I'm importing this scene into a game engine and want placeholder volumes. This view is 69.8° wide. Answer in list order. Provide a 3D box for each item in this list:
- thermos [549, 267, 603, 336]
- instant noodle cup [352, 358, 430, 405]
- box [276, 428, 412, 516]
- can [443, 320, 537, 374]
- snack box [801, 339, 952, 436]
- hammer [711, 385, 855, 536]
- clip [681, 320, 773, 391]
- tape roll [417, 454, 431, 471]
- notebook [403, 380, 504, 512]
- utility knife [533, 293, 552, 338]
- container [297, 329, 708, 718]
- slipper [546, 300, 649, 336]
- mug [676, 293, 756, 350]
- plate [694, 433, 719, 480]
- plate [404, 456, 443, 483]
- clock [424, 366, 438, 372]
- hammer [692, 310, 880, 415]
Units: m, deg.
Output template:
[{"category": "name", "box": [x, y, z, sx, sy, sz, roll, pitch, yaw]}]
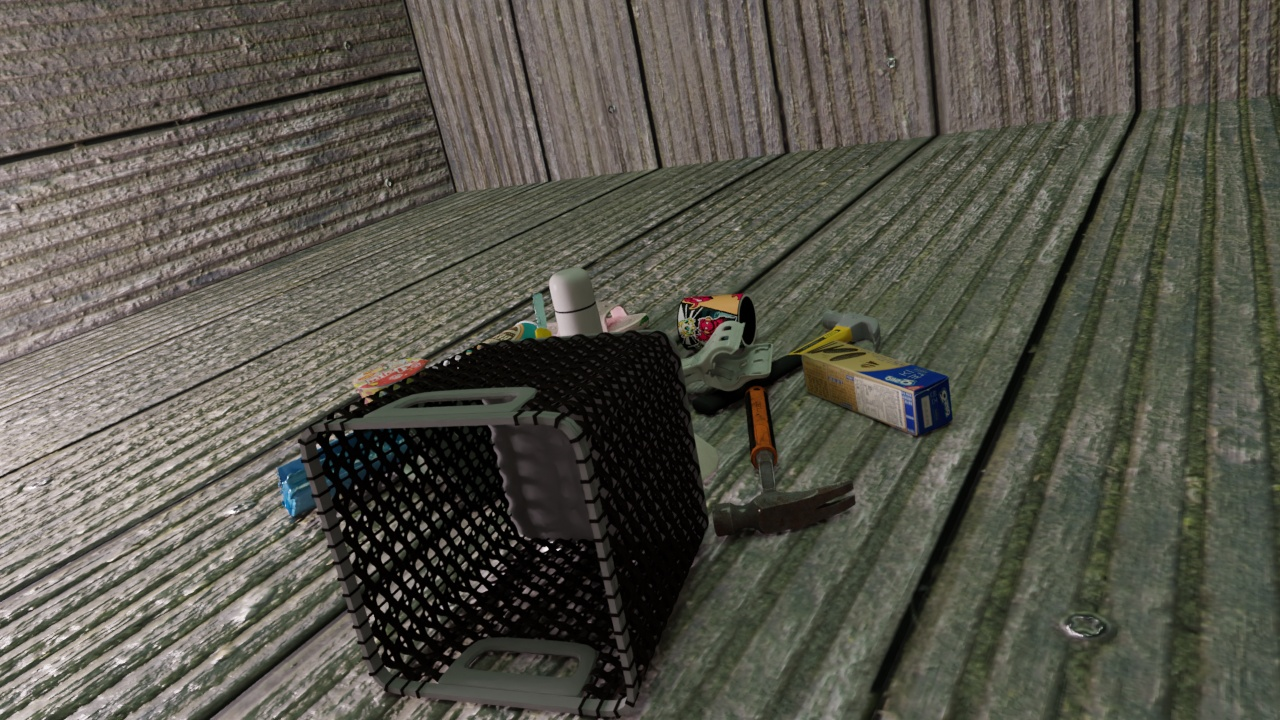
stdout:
[{"category": "thermos", "box": [-0.065, -0.004, 1.135, 0.052, 0.224, 0.052, -11, 20, 4]}, {"category": "instant noodle cup", "box": [-0.333, 0.067, 1.271, 0.100, 0.112, 0.100, -10, 20, 4]}, {"category": "box", "box": [-0.348, 0.116, 1.173, 0.231, 0.054, 0.093, -27, -11, -30]}, {"category": "can", "box": [-0.207, 0.012, 1.363, 0.099, 0.099, 0.143, 5, 26, 40]}, {"category": "snack box", "box": [0.278, 0.029, 1.092, 0.057, 0.056, 0.207, -20, 21, -22]}, {"category": "hammer", "box": [0.149, 0.096, 1.018, 0.138, 0.035, 0.313, -10, 19, 8]}, {"category": "clip", "box": [0.097, -0.011, 1.214, 0.152, 0.099, 0.126, -4, 16, 13]}, {"category": "tape roll", "box": [-0.233, 0.111, 1.149, 0.094, 0.018, 0.093, -11, 19, 4]}, {"category": "notebook", "box": [-0.182, 0.078, 1.131, 0.169, 0.030, 0.208, 43, 45, 11]}, {"category": "utility knife", "box": [-0.137, -0.016, 1.345, 0.030, 0.217, 0.019, 12, -38, -32]}, {"category": "container", "box": [-0.092, 0.118, 0.796, 0.248, 0.246, 0.243, -3, 18, 23]}, {"category": "slipper", "box": [-0.105, -0.067, 1.576, 0.240, 0.064, 0.094, -6, 21, 22]}, {"category": "mug", "box": [0.124, -0.056, 1.405, 0.098, 0.082, 0.118, -2, -5, 27]}, {"category": "plate", "box": [-0.004, 0.100, 1.051, 0.189, 0.027, 0.188, 0, 18, 0]}, {"category": "plate", "box": [-0.248, 0.133, 1.166, 0.104, 0.026, 0.104, -11, 19, 4]}, {"category": "clock", "box": [-0.346, 0.044, 1.426, 0.103, 0.056, 0.148, -16, 13, -38]}, {"category": "hammer", "box": [0.205, 0.002, 1.256, 0.322, 0.029, 0.127, -26, 23, -31]}]
